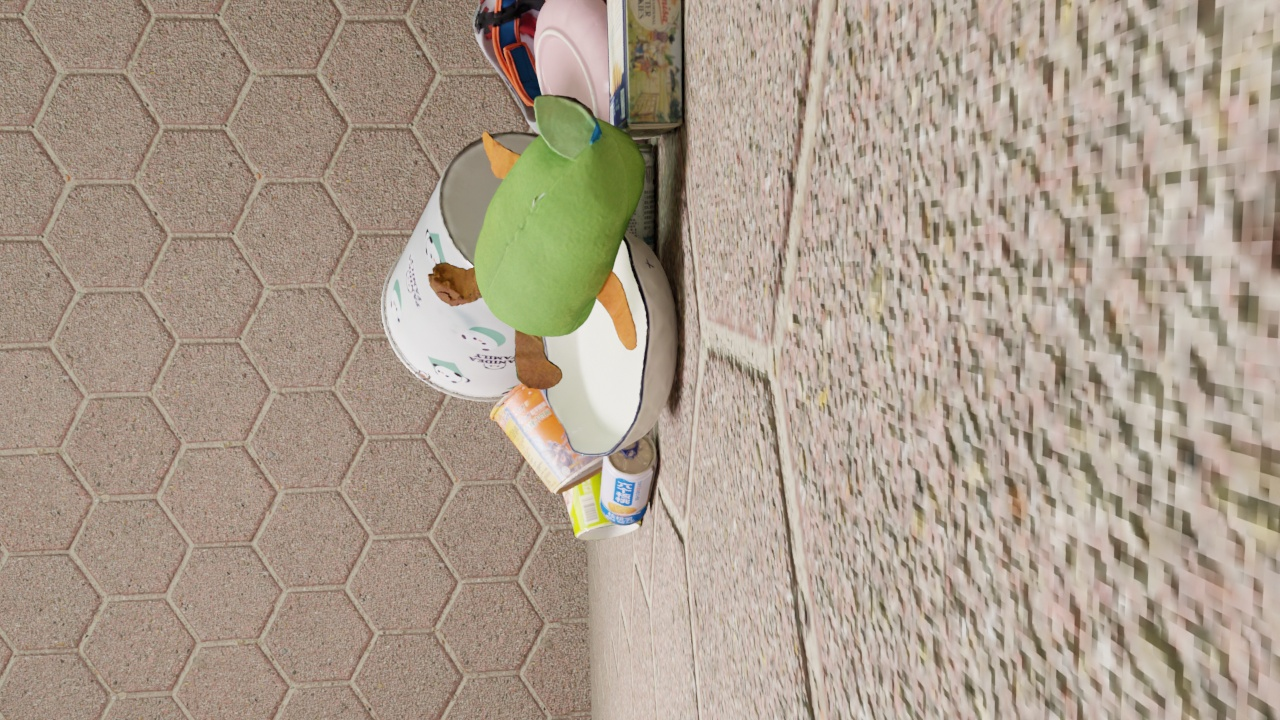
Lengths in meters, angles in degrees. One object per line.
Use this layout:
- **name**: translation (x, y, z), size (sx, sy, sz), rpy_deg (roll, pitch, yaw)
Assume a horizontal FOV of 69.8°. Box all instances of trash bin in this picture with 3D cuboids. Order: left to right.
- **trash bin**: translation (-0.152, -0.102, 1.002), size (0.253, 0.229, 0.229), rpy_deg (135, 135, -60)

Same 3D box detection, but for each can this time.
- **can**: translation (-0.015, -0.129, 0.863), size (0.058, 0.058, 0.147), rpy_deg (-112, 21, -75)
- **can**: translation (-0.013, 0.122, 0.941), size (0.135, 0.053, 0.053), rpy_deg (98, 169, -59)

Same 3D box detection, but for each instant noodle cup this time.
- **instant noodle cup**: translation (-0.072, 0.069, 1.003), size (0.111, 0.151, 0.151), rpy_deg (58, 168, 10)
- **instant noodle cup**: translation (-0.049, 0.149, 1.107), size (0.112, 0.111, 0.123), rpy_deg (101, 158, -67)

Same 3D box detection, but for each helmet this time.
- **helmet**: translation (-0.091, -0.405, 1.091), size (0.207, 0.143, 0.241), rpy_deg (58, 156, 13)

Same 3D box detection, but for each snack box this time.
- **snack box**: translation (-0.001, -0.273, 0.733), size (0.178, 0.046, 0.182), rpy_deg (-118, 27, -78)

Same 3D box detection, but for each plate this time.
- **plate**: translation (-0.062, -0.282, 0.941), size (0.192, 0.039, 0.193), rpy_deg (47, 152, 34)
- **plate**: translation (-0.029, -0.018, 0.794), size (0.205, 0.045, 0.205), rpy_deg (4, 95, 61)

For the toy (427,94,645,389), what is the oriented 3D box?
- **toy**: translation (-0.073, -0.093, 0.729), size (0.227, 0.089, 0.247), rpy_deg (51, 131, 13)
